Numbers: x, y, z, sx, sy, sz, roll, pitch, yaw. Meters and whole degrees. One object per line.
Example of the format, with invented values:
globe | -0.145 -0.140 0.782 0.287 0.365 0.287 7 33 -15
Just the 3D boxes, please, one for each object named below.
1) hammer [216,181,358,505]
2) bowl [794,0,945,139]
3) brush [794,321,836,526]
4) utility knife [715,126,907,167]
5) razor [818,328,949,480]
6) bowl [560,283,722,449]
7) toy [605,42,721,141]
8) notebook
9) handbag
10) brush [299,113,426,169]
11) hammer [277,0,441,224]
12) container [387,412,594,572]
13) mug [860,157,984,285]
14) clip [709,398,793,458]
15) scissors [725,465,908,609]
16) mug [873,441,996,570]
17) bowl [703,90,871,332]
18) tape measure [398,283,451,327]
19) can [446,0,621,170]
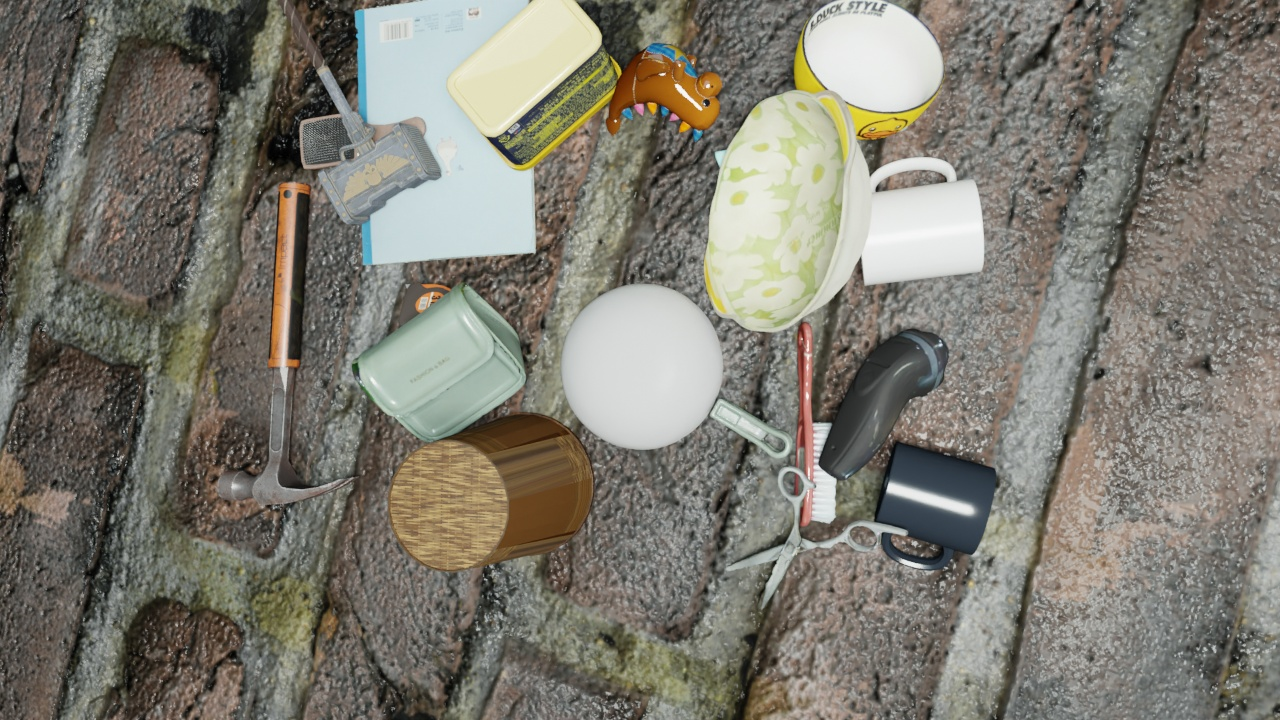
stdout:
hammer | -0.336 -0.016 0.895 0.138 0.035 0.314 3 89 14
bowl | 0.178 -0.227 0.745 0.117 0.068 0.117 3 67 -7
brush | 0.148 0.053 0.774 0.030 0.041 0.172 1 87 -4
utility knife | 0.147 -0.186 0.791 0.166 0.015 0.022 -10 85 10
razor | 0.197 0.038 0.744 0.063 0.053 0.140 35 87 -25
bowl | -0.005 0.005 0.807 0.150 0.043 0.149 0 89 14
toy | 0.020 -0.225 0.812 0.090 0.070 0.103 40 121 -1
notebook | -0.188 -0.222 0.875 0.181 0.009 0.253 -2 89 14
handbag | -0.173 0.005 0.810 0.122 0.067 0.106 -33 126 9
brush | -0.270 -0.217 0.882 0.136 0.015 0.050 -4 89 15
hammer | -0.306 -0.291 0.846 0.098 0.044 0.322 -27 94 12
container | -0.125 0.112 0.770 0.132 0.167 0.132 0 88 14
mug | 0.223 -0.118 0.745 0.090 0.074 0.110 -6 61 14
clip | 0.097 0.058 0.788 0.076 0.042 0.023 31 98 13
scissors | 0.139 0.156 0.750 0.158 0.014 0.142 11 113 30
mug | 0.231 0.124 0.739 0.077 0.071 0.105 15 119 14
bowl | 0.126 -0.115 0.733 0.060 0.220 0.188 2 57 -25
tape measure | -0.192 -0.041 0.854 0.059 0.038 0.058 -3 51 5
can | -0.090 -0.241 0.794 0.135 0.104 0.075 -40 84 4
